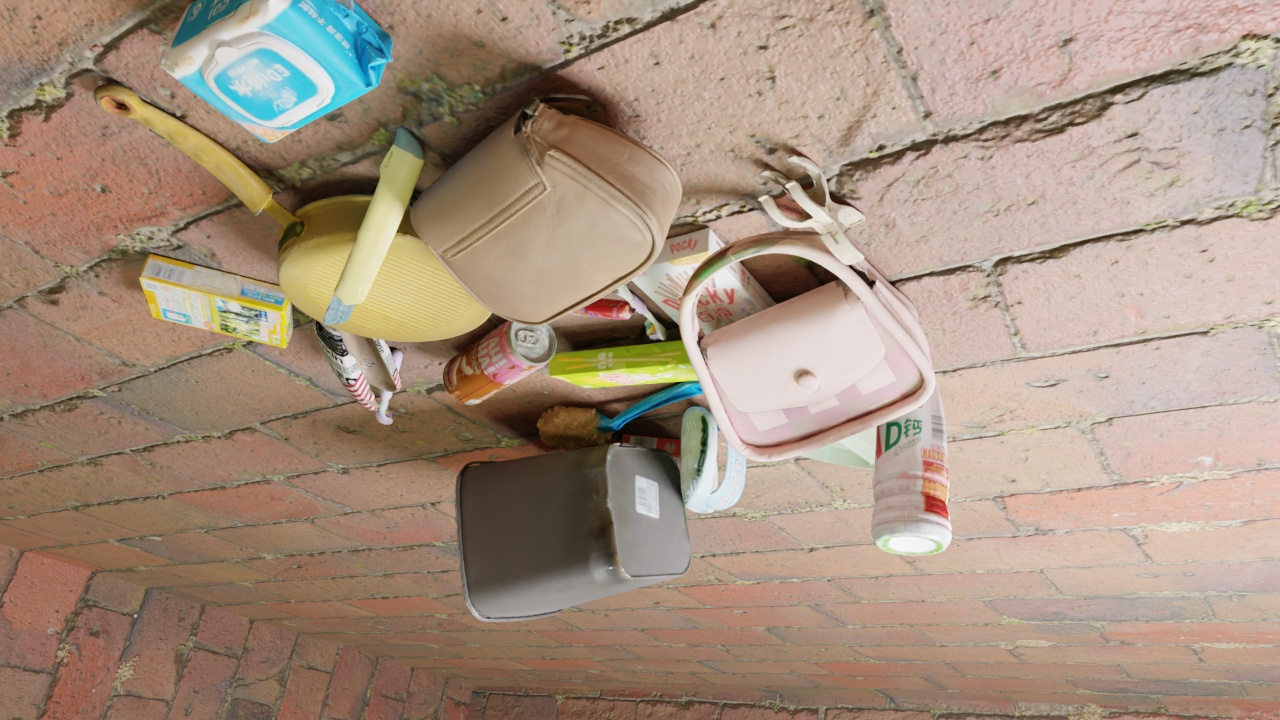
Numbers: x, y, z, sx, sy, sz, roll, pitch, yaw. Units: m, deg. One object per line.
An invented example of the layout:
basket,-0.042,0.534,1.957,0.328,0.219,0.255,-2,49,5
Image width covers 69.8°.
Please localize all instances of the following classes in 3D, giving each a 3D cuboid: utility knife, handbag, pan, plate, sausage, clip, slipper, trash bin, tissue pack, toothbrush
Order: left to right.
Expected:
tissue pack,-0.236,-0.199,0.595,0.140,0.063,0.090,-12,146,33
pan,-0.280,-0.117,0.782,0.357,0.078,0.198,24,145,-39
utility knife,-0.211,-0.098,0.723,0.031,0.019,0.177,25,105,-14
toothbrush,-0.299,0.033,1.096,0.029,0.021,0.190,43,148,3
handbag,-0.070,-0.111,0.686,0.147,0.099,0.205,38,142,-27
sausage,-0.074,-0.052,0.852,0.156,0.020,0.020,6,154,25
trash bin,-0.076,0.197,1.102,0.220,0.198,0.198,-19,161,32
toothbrush,-0.030,-0.071,0.828,0.029,0.020,0.189,41,179,45
slipper,0.087,0.129,1.080,0.074,0.104,0.245,0,161,6
handbag,0.126,-0.024,0.782,0.194,0.093,0.234,-23,134,21
clip,0.130,-0.103,0.681,0.035,0.076,0.103,-20,130,42
plate,0.205,0.076,0.986,0.230,0.027,0.230,13,165,3

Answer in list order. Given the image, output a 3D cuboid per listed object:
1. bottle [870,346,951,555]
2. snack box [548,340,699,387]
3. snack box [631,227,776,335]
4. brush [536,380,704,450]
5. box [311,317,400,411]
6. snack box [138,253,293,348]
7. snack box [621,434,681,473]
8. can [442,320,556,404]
bottle,0.245,0.075,0.838,0.068,0.196,0.068,6,152,3
snack box,-0.006,0.005,0.934,0.157,0.026,0.085,-5,167,23
snack box,0.063,-0.057,0.822,0.085,0.026,0.156,-11,147,32
brush,-0.018,0.060,1.060,0.255,0.045,0.083,-21,138,37
box,-0.301,-0.013,0.989,0.075,0.076,0.164,38,158,23
snack box,-0.433,-0.059,0.946,0.140,0.033,0.087,16,151,-11
snack box,0.017,0.143,1.209,0.077,0.027,0.156,5,152,5
can,-0.149,0.001,0.953,0.058,0.057,0.148,25,148,-29
